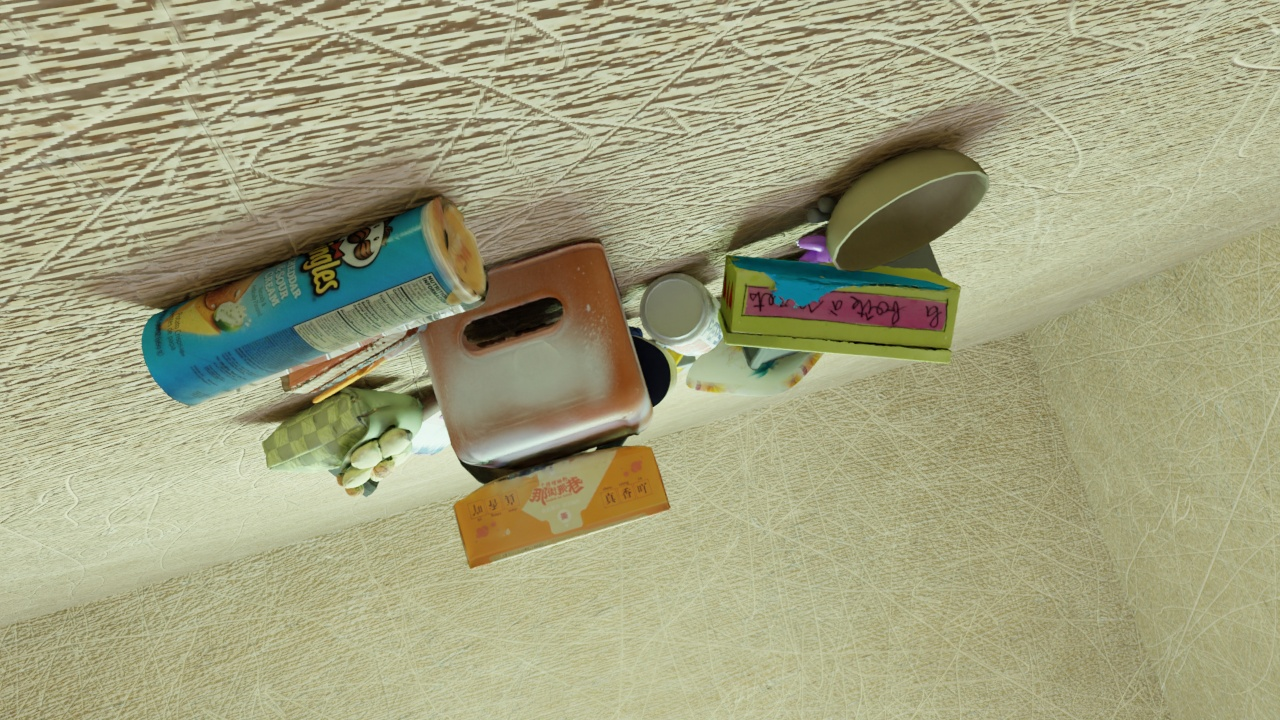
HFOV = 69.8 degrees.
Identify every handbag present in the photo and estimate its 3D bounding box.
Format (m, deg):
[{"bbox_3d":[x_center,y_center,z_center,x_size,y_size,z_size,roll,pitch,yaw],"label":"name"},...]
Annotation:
[{"bbox_3d":[-0.237,0.060,1.215,0.170,0.068,0.144,-27,164,15],"label":"handbag"},{"bbox_3d":[-0.341,0.100,1.064,0.187,0.117,0.113,-23,170,20],"label":"handbag"}]

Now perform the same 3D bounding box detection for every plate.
[{"bbox_3d":[0.166,-0.014,1.278,0.187,0.016,0.186,4,-143,42],"label":"plate"}]

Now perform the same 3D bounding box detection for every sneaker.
[{"bbox_3d":[-0.008,0.006,1.080,0.118,0.091,0.234,-10,-172,-44],"label":"sneaker"}]

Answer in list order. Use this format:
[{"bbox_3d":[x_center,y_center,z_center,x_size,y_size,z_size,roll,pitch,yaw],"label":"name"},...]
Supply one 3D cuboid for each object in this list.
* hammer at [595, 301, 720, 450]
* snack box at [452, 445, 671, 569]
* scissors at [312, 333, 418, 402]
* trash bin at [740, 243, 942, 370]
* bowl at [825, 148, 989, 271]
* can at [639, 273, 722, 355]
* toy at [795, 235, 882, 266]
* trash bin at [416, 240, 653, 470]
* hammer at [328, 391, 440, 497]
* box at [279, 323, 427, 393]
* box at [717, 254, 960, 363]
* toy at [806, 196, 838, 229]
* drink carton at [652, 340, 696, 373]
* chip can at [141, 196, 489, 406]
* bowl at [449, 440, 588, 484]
[{"bbox_3d":[0.002,0.050,1.134,0.127,0.029,0.322,-24,-156,51],"label":"hammer"},{"bbox_3d":[-0.077,0.139,0.915,0.195,0.080,0.145,-16,172,-4],"label":"snack box"},{"bbox_3d":[-0.258,0.004,0.881,0.129,0.011,0.125,-34,-168,-5],"label":"scissors"},{"bbox_3d":[0.233,-0.077,1.137,0.220,0.097,0.192,-18,171,-1],"label":"trash bin"},{"bbox_3d":[0.234,-0.144,0.835,0.152,0.050,0.152,-20,161,-8],"label":"bowl"},{"bbox_3d":[0.050,-0.048,1.025,0.078,0.078,0.136,-19,171,11],"label":"can"},{"bbox_3d":[0.222,-0.118,1.000,0.106,0.055,0.088,20,165,-7],"label":"toy"},{"bbox_3d":[-0.090,0.010,0.875,0.181,0.157,0.260,-17,170,0],"label":"trash bin"},{"bbox_3d":[-0.284,0.071,1.136,0.301,0.111,0.028,-31,-151,25],"label":"hammer"},{"bbox_3d":[-0.258,-0.010,0.793,0.187,0.060,0.057,-25,-148,38],"label":"box"},{"bbox_3d":[0.191,-0.054,0.923,0.221,0.082,0.124,2,-166,-2],"label":"box"},{"bbox_3d":[0.208,-0.144,0.901,0.111,0.030,0.049,-2,150,-39],"label":"toy"},{"bbox_3d":[0.011,0.003,1.343,0.124,0.048,0.076,-15,170,-16],"label":"drink carton"},{"bbox_3d":[-0.219,-0.036,0.623,0.230,0.079,0.079,-19,171,12],"label":"chip can"},{"bbox_3d":[-0.132,0.071,1.037,0.162,0.162,0.070,-17,170,-5],"label":"bowl"}]
